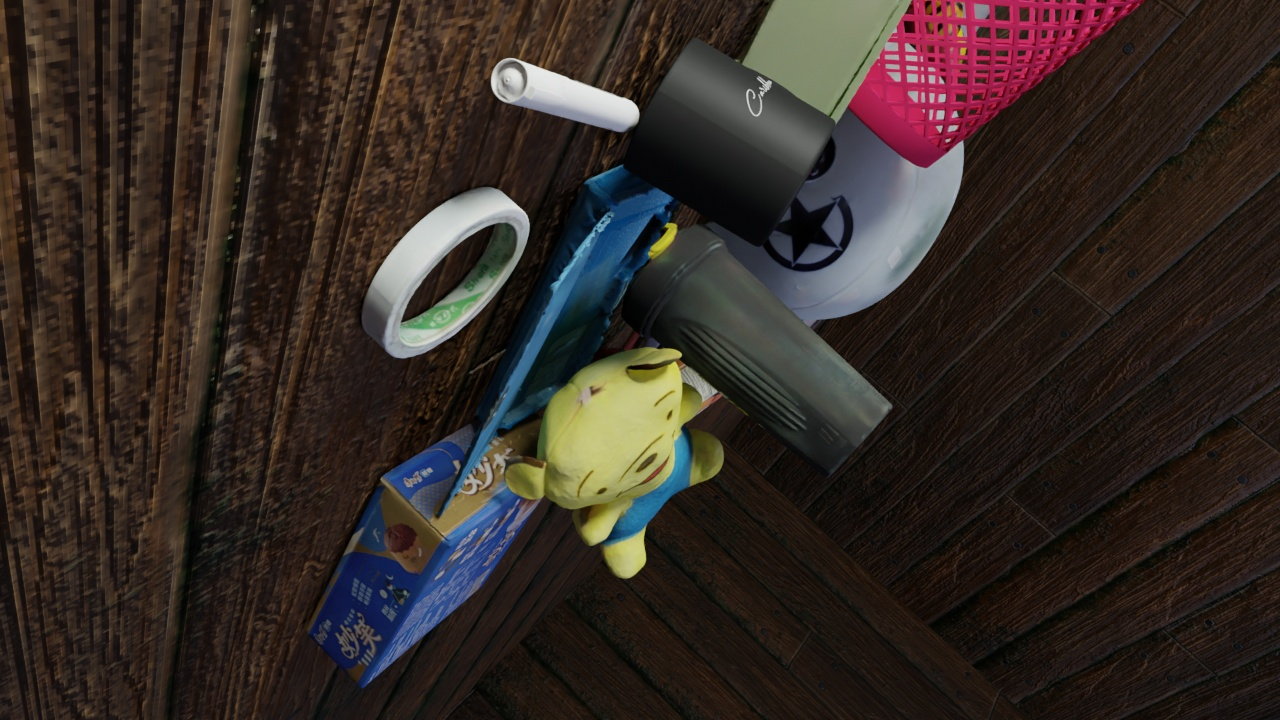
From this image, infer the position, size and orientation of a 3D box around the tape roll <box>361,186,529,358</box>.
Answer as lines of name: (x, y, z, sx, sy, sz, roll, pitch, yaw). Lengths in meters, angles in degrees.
tape roll: (-0.093, -0.042, 0.445, 0.093, 0.018, 0.094, -45, 170, -11)

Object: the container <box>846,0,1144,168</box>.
container: (0.231, -0.251, 0.600, 0.226, 0.183, 0.182, -44, 173, 29)

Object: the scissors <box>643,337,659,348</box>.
scissors: (-0.005, 0.005, 0.810, 0.172, 0.013, 0.171, -53, -179, -21)

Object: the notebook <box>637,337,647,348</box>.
notebook: (0.079, -0.086, 1.014, 0.208, 0.008, 0.142, -34, 163, -52)

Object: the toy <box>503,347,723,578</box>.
toy: (-0.014, 0.067, 0.681, 0.148, 0.084, 0.214, -49, 151, -9)

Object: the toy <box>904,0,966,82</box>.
toy: (0.261, -0.290, 0.809, 0.046, 0.084, 0.103, -18, 154, 6)

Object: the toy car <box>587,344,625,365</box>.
toy car: (-0.036, 0.009, 0.813, 0.042, 0.036, 0.091, -52, 170, 14)

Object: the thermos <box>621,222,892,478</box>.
thermos: (0.076, -0.014, 0.672, 0.098, 0.221, 0.098, -45, 168, -12)

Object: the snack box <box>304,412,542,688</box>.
snack box: (-0.157, 0.141, 0.719, 0.154, 0.069, 0.203, -34, 163, -53)

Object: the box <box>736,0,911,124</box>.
box: (0.101, -0.176, 0.590, 0.090, 0.077, 0.188, -38, 165, -40)

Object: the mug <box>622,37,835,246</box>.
mug: (0.054, -0.127, 0.507, 0.113, 0.088, 0.078, -59, 180, -43)

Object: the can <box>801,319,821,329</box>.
can: (0.127, -0.053, 0.973, 0.130, 0.044, 0.129, -22, -158, 9)

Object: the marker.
marker: (-0.028, -0.118, 0.420, 0.017, 0.020, 0.133, -61, 166, 17)

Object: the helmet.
helmet: (0.191, -0.146, 0.817, 0.265, 0.163, 0.236, -53, 170, 24)

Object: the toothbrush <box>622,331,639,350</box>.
toothbrush: (-0.025, 0.014, 0.933, 0.016, 0.016, 0.190, -37, 165, -50)

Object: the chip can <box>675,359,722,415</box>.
chip can: (-0.003, 0.052, 0.918, 0.214, 0.075, 0.075, -34, 165, -23)

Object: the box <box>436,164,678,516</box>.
box: (-0.061, -0.019, 0.588, 0.176, 0.047, 0.232, -48, 173, -48)

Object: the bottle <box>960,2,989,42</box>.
bottle: (0.320, -0.367, 0.824, 0.052, 0.052, 0.196, -41, 168, -34)

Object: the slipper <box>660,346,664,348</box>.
slipper: (0.083, -0.028, 1.096, 0.271, 0.054, 0.115, -38, 170, -39)
